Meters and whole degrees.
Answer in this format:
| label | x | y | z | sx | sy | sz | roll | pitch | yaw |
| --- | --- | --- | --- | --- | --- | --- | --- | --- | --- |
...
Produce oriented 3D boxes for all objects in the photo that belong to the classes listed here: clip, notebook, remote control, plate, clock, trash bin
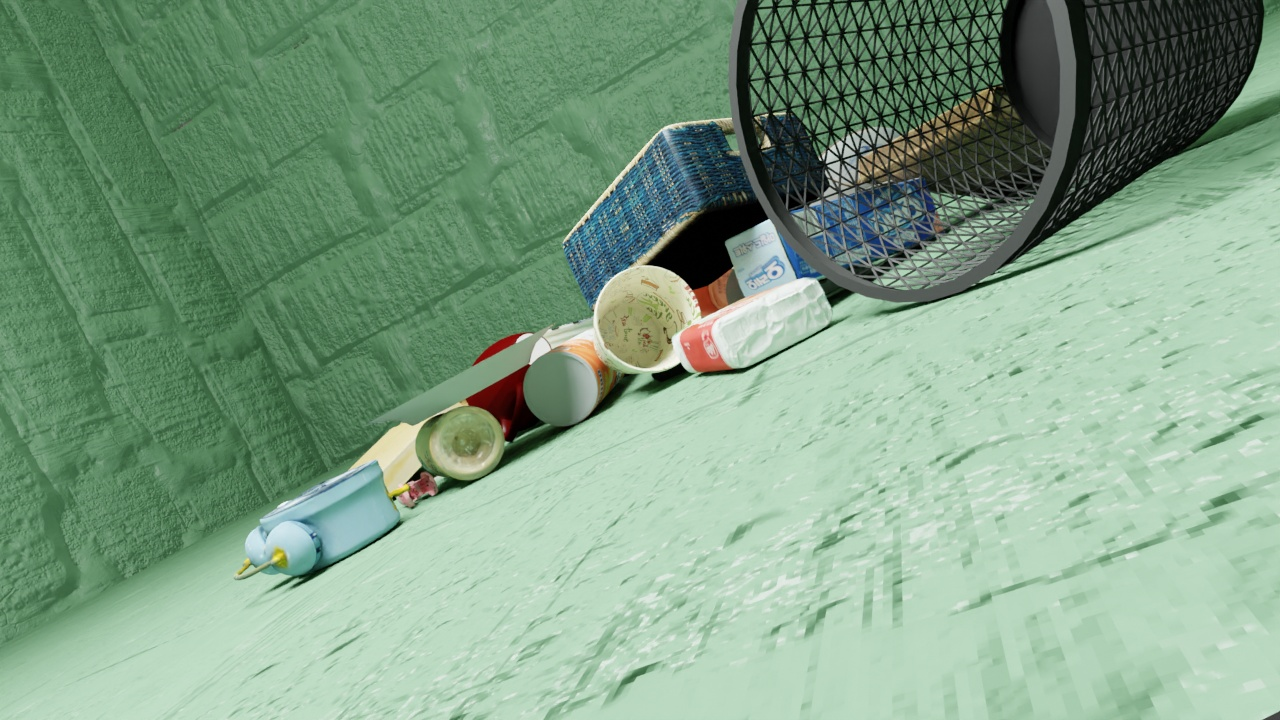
| label | x | y | z | sx | sy | sz | roll | pitch | yaw |
| --- | --- | --- | --- | --- | --- | --- | --- | --- | --- |
| clip | -0.187 | 0.108 | 0.743 | 0.035 | 0.022 | 0.058 | -31 | 0 | -29 |
| notebook | 0.277 | -0.178 | 0.772 | 0.190 | 0.034 | 0.216 | 3 | -3 | -12 |
| remote control | 0.067 | -0.014 | 0.746 | 0.125 | 0.010 | 0.039 | -26 | 4 | 5 |
| plate | -0.142 | 0.019 | 0.745 | 0.173 | 0.019 | 0.172 | -28 | 4 | 2 |
| clock | -0.227 | 0.117 | 0.645 | 0.124 | 0.051 | 0.089 | -30 | 7 | -39 |
| trash bin | 0.215 | -0.171 | 0.529 | 0.242 | 0.217 | 0.217 | -21 | 0 | -31 |

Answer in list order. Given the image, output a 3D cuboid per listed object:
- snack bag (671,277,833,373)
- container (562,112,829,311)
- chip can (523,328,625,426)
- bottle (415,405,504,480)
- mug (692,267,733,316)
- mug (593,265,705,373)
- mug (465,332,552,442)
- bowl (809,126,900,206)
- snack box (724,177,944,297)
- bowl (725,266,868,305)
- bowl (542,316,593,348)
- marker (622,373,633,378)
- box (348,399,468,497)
| label | x | y | z | sx | sy | sz | roll | pitch | yaw |
| --- | --- | --- | --- | --- | --- | --- | --- | --- | --- |
| snack bag | 0.072 | -0.021 | 0.621 | 0.077 | 0.036 | 0.116 | -26 | 3 | -13 |
| container | 0.041 | -0.117 | 0.755 | 0.145 | 0.071 | 0.188 | -16 | -13 | -35 |
| chip can | -0.053 | 0.010 | 0.839 | 0.062 | 0.062 | 0.210 | -26 | 4 | 9 |
| bottle | -0.156 | 0.070 | 0.764 | 0.056 | 0.056 | 0.162 | -28 | 4 | -20 |
| mug | 0.097 | -0.077 | 0.973 | 0.112 | 0.085 | 0.104 | 6 | 6 | 25 |
| mug | 0.017 | -0.027 | 0.733 | 0.122 | 0.081 | 0.097 | -7 | -7 | -11 |
| mug | -0.118 | 0.023 | 0.886 | 0.087 | 0.113 | 0.089 | 14 | -36 | -19 |
| bowl | 0.228 | -0.153 | 0.916 | 0.150 | 0.151 | 0.056 | -27 | 45 | -11 |
| snack box | 0.165 | -0.101 | 0.748 | 0.225 | 0.059 | 0.060 | -22 | 0 | -42 |
| bowl | 0.139 | -0.087 | 0.852 | 0.132 | 0.064 | 0.132 | -26 | 4 | 2 |
| bowl | -0.092 | -0.002 | 1.125 | 0.177 | 0.071 | 0.177 | -17 | -1 | 0 |
| marker | -0.006 | 0.006 | 0.949 | 0.123 | 0.015 | 0.018 | -22 | 5 | 36 |
| box | -0.224 | 0.079 | 1.025 | 0.260 | 0.096 | 0.248 | -35 | 7 | -31 |
